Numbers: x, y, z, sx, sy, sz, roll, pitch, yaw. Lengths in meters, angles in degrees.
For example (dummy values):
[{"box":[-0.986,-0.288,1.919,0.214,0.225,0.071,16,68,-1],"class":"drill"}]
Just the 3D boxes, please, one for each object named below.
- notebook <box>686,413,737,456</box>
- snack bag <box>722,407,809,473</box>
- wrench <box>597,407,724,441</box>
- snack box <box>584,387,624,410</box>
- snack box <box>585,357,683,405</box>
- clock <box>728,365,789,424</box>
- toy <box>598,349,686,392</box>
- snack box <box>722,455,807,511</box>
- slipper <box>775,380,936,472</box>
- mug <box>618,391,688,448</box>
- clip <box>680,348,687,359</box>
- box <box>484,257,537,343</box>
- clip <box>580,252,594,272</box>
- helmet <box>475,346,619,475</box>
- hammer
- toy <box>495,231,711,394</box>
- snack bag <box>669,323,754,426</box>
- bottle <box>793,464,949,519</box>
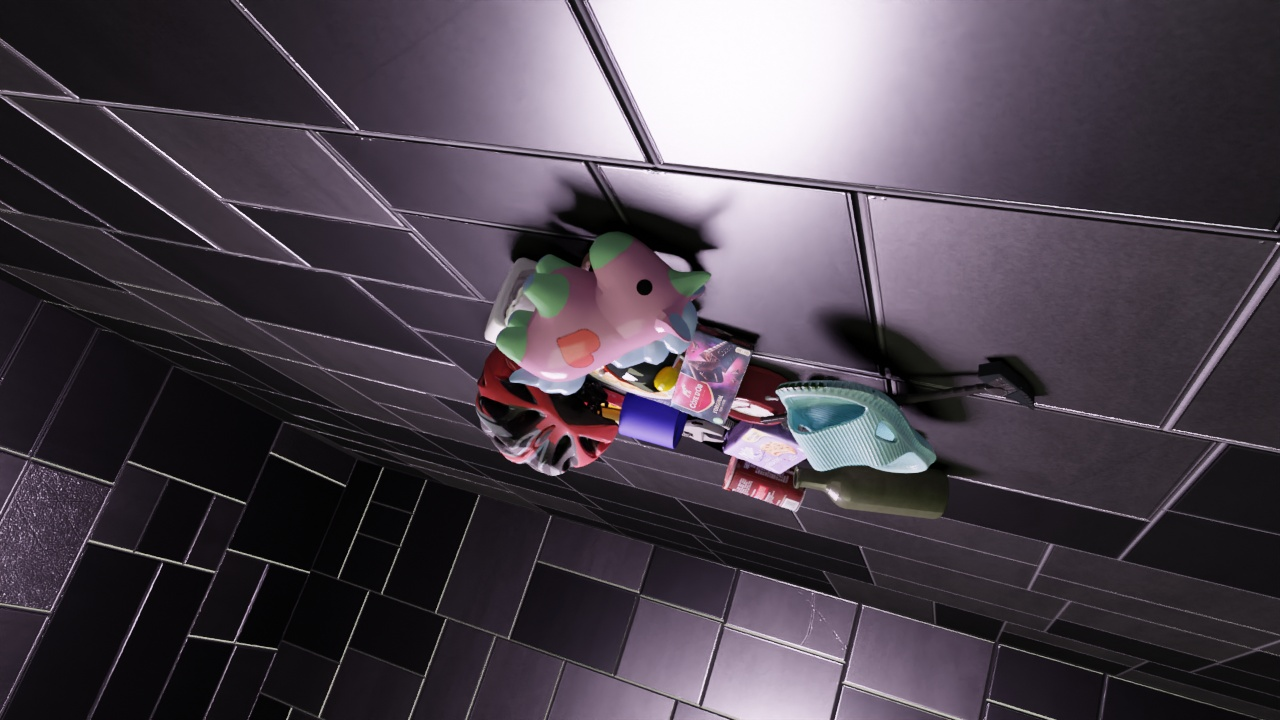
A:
[{"box":[0.133,0.121,1.470,0.206,0.016,0.149,28,162,-28],"class":"notebook"},{"box":[0.185,0.108,1.298,0.096,0.058,0.206,21,163,-3],"class":"snack bag"},{"box":[0.007,0.097,1.449,0.274,0.018,0.083,8,159,24],"class":"wrench"},{"box":[-0.049,0.078,1.515,0.089,0.021,0.133,23,162,-17],"class":"snack box"},{"box":[-0.007,0.007,1.213,0.144,0.042,0.145,19,164,-4],"class":"snack box"},{"box":[0.133,0.043,1.168,0.138,0.048,0.096,4,158,37],"class":"clock"},{"box":[-0.001,-0.016,1.056,0.099,0.097,0.119,21,172,-7],"class":"toy"},{"box":[0.199,0.188,1.455,0.121,0.072,0.072,18,163,2],"class":"snack box"},{"box":[0.248,0.091,1.024,0.116,0.069,0.276,-10,151,37],"class":"slipper"},{"box":[0.020,0.069,1.338,0.083,0.079,0.111,14,137,14],"class":"mug"},{"box":[0.069,-0.005,1.120,0.047,0.023,0.076,-13,148,31],"class":"clip"},{"box":[-0.100,-0.062,1.002,0.110,0.102,0.130,22,155,-9],"class":"box"},{"box":[-0.050,-0.096,0.970,0.047,0.025,0.062,8,154,19],"class":"clip"},{"box":[-0.147,0.072,1.355,0.217,0.167,0.272,39,178,-15],"class":"helmet"},{"box":[0.268,0.050,1.021,0.095,0.015,0.326,28,152,-36],"class":"hammer"},{"box":[-0.041,-0.033,0.920,0.171,0.119,0.223,29,122,-6],"class":"toy"},{"box":[0.084,0.019,1.096,0.074,0.018,0.155,21,140,6],"class":"snack bag"},{"box":[0.319,0.175,1.282,0.207,0.071,0.071,7,163,0],"class":"bottle"}]
